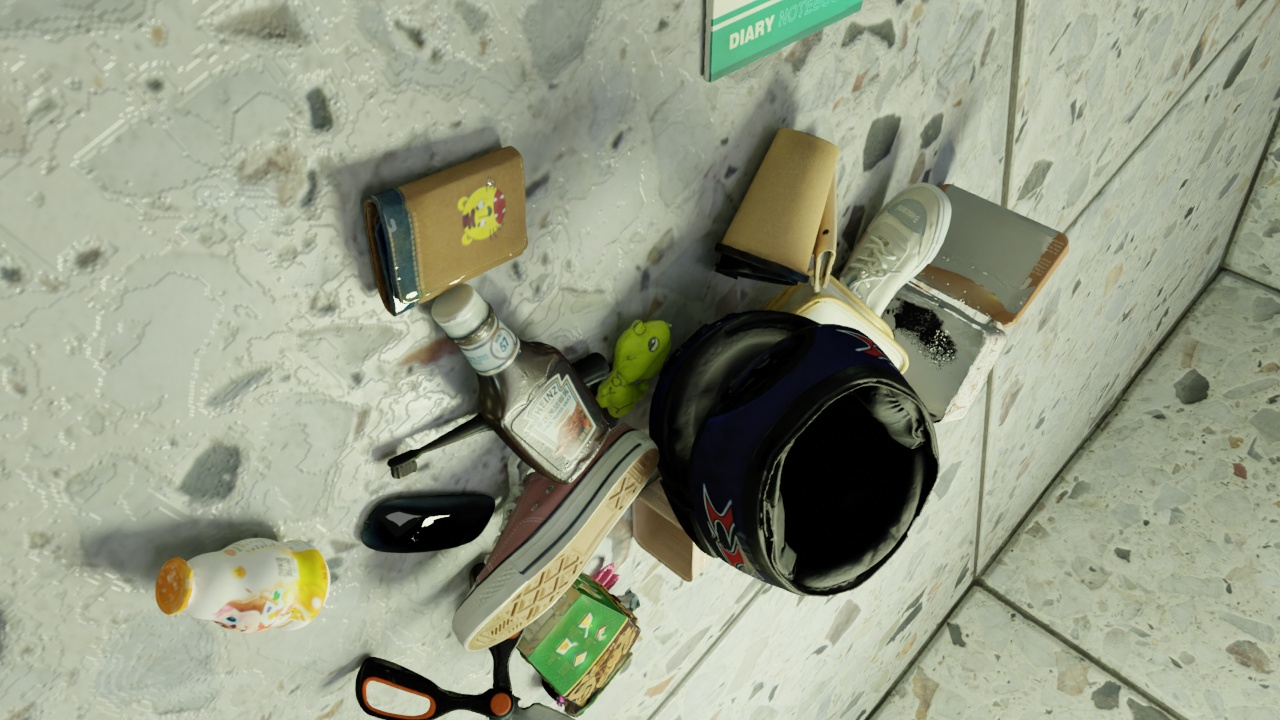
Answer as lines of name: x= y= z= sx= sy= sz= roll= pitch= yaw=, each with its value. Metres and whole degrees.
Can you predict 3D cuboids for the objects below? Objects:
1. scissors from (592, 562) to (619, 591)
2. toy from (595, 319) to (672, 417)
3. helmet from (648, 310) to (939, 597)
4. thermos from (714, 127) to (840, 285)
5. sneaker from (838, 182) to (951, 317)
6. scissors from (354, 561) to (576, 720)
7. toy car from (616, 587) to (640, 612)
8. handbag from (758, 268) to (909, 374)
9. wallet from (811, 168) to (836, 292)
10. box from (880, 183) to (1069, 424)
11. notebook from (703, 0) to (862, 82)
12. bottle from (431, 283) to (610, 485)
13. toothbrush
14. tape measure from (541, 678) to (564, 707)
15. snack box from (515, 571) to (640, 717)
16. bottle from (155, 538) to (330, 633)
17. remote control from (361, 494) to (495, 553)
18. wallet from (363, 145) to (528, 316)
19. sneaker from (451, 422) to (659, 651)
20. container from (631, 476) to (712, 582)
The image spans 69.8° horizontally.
scissors: x=-0.075 y=0.271 z=1.008 sx=0.137 sy=0.017 sz=0.073 roll=-35 pitch=152 yaw=-24
toy: x=-0.005 y=0.005 z=0.850 sx=0.100 sy=0.031 sz=0.096 roll=-49 pitch=151 yaw=-2
helmet: x=0.123 y=0.067 z=0.864 sx=0.247 sy=0.240 sz=0.315 roll=-42 pitch=138 yaw=-8
thermos: x=0.130 y=-0.137 z=0.851 sx=0.093 sy=0.093 sz=0.143 roll=9 pitch=102 yaw=-54
sneaker: x=0.257 y=-0.097 z=1.048 sx=0.090 sy=0.089 sz=0.243 roll=2 pitch=123 yaw=-47
scissors: x=-0.140 y=0.291 z=0.824 sx=0.022 sy=0.234 sz=0.220 roll=131 pitch=-33 yaw=-66
toy car: x=-0.053 y=0.300 z=1.035 sx=0.120 sy=0.037 sz=0.054 roll=-34 pitch=168 yaw=-13
handbag: x=0.180 y=-0.001 z=1.012 sx=0.163 sy=0.063 sz=0.179 roll=33 pitch=119 yaw=-29
wallet: x=0.181 y=-0.134 z=0.907 sx=0.087 sy=0.024 sz=0.115 roll=88 pitch=5 yaw=-65
box: x=0.371 y=-0.076 z=1.122 sx=0.110 sy=0.179 sz=0.260 roll=-1 pitch=121 yaw=-52
notebook: x=0.126 y=-0.328 z=0.741 sx=0.208 sy=0.012 sz=0.151 roll=-33 pitch=142 yaw=-30
bottle: x=-0.093 y=0.017 z=0.709 sx=0.079 sy=0.044 sz=0.195 roll=-52 pitch=135 yaw=-19
toothbrush: x=-0.112 y=0.044 z=0.753 sx=0.212 sy=0.026 sz=0.027 roll=-27 pitch=130 yaw=-35
tape measure: x=-0.083 y=0.369 z=1.062 sx=0.057 sy=0.039 sz=0.057 roll=-57 pitch=147 yaw=3
snack box: x=-0.084 y=0.264 z=0.918 sx=0.117 sy=0.118 sz=0.105 roll=-49 pitch=134 yaw=-10
bottle: x=-0.267 y=0.152 z=0.620 sx=0.108 sy=0.063 sz=0.063 roll=20 pitch=102 yaw=-56
remote control: x=-0.169 y=0.137 z=0.764 sx=0.136 sy=0.024 sz=0.053 roll=7 pitch=114 yaw=-54
wallet: x=-0.127 y=-0.087 z=0.617 sx=0.115 sy=0.033 sz=0.090 roll=-32 pitch=140 yaw=-36
sneaker: x=-0.088 y=0.144 z=0.815 sx=0.240 sy=0.088 sz=0.118 roll=-49 pitch=154 yaw=-11
container: x=0.060 y=0.167 z=1.024 sx=0.110 sy=0.090 sz=0.090 roll=-37 pitch=143 yaw=-31
